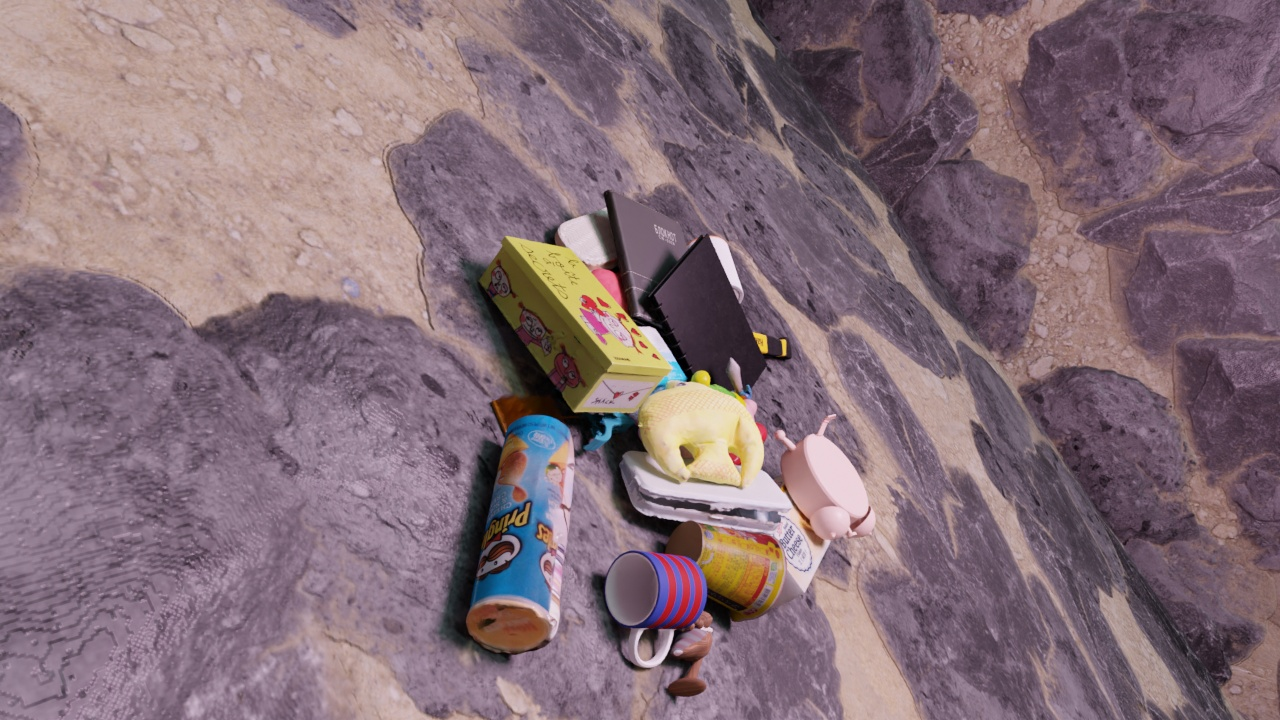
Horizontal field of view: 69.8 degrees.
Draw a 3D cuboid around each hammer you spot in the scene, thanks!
[{"bbox_3d":[0.186,-0.023,1.479,0.324,0.034,0.169,7,78,-63],"label":"hammer"}]

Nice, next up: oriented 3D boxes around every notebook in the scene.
[{"bbox_3d":[0.025,-0.128,1.294,0.169,0.030,0.208,18,54,-47],"label":"notebook"},{"bbox_3d":[0.098,-0.035,1.284,0.168,0.019,0.231,-51,124,-40],"label":"notebook"}]

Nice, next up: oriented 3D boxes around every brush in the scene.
[{"bbox_3d":[-0.107,0.059,1.007,0.126,0.017,0.048,4,55,-54],"label":"brush"}]

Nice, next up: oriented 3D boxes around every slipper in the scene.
[{"bbox_3d":[-0.034,-0.171,1.337,0.114,0.054,0.271,56,33,10],"label":"slipper"}]

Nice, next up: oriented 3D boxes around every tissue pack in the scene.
[{"bbox_3d":[-0.007,0.007,1.167,0.093,0.062,0.144,58,25,14],"label":"tissue pack"}]

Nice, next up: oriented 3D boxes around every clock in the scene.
[{"bbox_3d":[0.260,0.164,1.250,0.131,0.086,0.160,10,54,-51],"label":"clock"}]

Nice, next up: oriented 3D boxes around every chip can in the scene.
[{"bbox_3d":[-0.104,0.153,0.850,0.080,0.080,0.229,38,32,-26],"label":"chip can"}]

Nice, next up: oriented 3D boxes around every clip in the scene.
[{"bbox_3d":[-0.049,0.072,1.048,0.120,0.033,0.118,43,18,-27],"label":"clip"}]

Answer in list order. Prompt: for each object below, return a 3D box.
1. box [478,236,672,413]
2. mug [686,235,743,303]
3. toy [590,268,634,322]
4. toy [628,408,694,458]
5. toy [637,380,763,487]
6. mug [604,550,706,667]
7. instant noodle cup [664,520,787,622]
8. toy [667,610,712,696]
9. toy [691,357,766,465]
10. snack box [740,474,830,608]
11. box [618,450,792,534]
[{"bbox_3d":[-0.078,-0.043,1.054,0.124,0.079,0.221,7,40,-52],"label":"box"},{"bbox_3d":[0.115,-0.136,1.484,0.082,0.082,0.105,23,42,-42],"label":"mug"},{"bbox_3d":[-0.040,-0.082,1.233,0.091,0.045,0.134,55,33,-8],"label":"toy"},{"bbox_3d":[0.033,0.099,1.139,0.110,0.047,0.063,33,23,-25],"label":"toy"},{"bbox_3d":[0.068,0.082,1.093,0.170,0.065,0.154,8,47,-29],"label":"toy"},{"bbox_3d":[0.015,0.252,0.928,0.076,0.075,0.111,19,70,-46],"label":"mug"},{"bbox_3d":[0.092,0.228,1.040,0.112,0.101,0.100,27,37,-26],"label":"instant noodle cup"},{"bbox_3d":[0.055,0.299,0.956,0.101,0.042,0.055,-38,113,-69],"label":"toy"},{"bbox_3d":[0.112,0.069,1.218,0.124,0.097,0.131,-38,87,-18],"label":"toy"},{"bbox_3d":[0.190,0.229,1.214,0.104,0.058,0.207,54,28,2],"label":"snack box"},{"bbox_3d":[0.074,0.157,1.086,0.213,0.063,0.118,8,24,-27],"label":"box"}]
